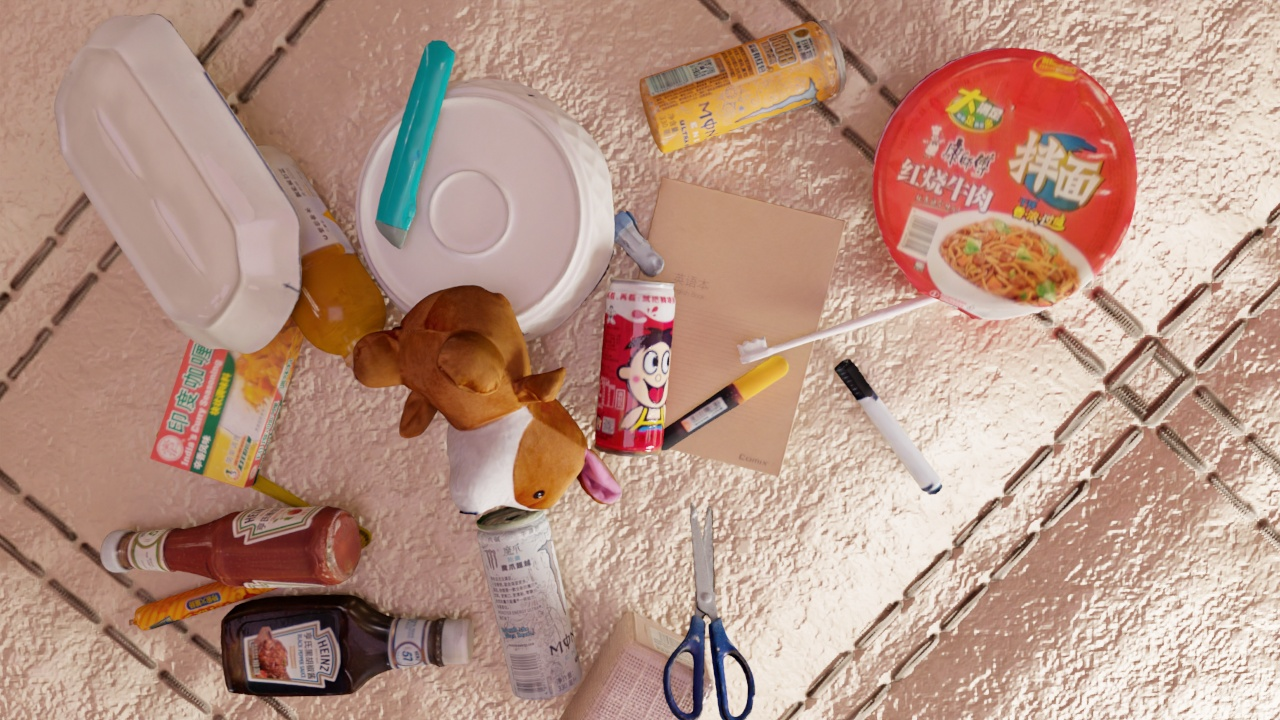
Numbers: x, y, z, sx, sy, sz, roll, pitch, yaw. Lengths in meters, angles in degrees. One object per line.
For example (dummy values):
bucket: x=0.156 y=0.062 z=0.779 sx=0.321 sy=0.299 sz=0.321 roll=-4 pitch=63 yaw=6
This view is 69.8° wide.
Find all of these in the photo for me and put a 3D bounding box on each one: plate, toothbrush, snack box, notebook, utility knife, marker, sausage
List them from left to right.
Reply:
plate: x=-0.343 y=-0.124 z=0.660 sx=0.162 sy=0.034 sz=0.265 roll=-38 pitch=83 yaw=30
sausage: x=-0.341 y=0.190 z=0.750 sx=0.165 sy=0.021 sz=0.021 roll=-18 pitch=96 yaw=3
snack box: x=-0.319 y=0.015 z=0.721 sx=0.077 sy=0.027 sz=0.156 roll=18 pitch=90 yaw=-2
toothbrush: x=-0.305 y=0.104 z=0.743 sx=0.190 sy=0.016 sz=0.016 roll=29 pitch=97 yaw=-3
utility knife: x=-0.163 y=-0.156 z=0.664 sx=0.029 sy=0.012 sz=0.151 roll=18 pitch=96 yaw=3
plate: x=-0.123 y=-0.111 z=0.692 sx=0.205 sy=0.045 sz=0.205 roll=1 pitch=96 yaw=8
marker: x=0.063 y=0.034 z=0.725 sx=0.124 sy=0.015 sz=0.018 roll=-34 pitch=92 yaw=8
notebook: x=0.064 y=-0.025 z=0.731 sx=0.149 sy=0.012 sz=0.211 roll=14 pitch=96 yaw=0
toothbrush: x=0.161 y=-0.031 z=0.717 sx=0.180 sy=0.016 sz=0.016 roll=-17 pitch=95 yaw=-6
marker: x=0.199 y=0.054 z=0.734 sx=0.018 sy=0.022 sz=0.130 roll=-38 pitch=94 yaw=-3

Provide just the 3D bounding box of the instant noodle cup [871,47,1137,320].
instant noodle cup: x=0.262 y=-0.130 z=0.691 sx=0.194 sy=0.066 sz=0.194 roll=0 pitch=96 yaw=-1

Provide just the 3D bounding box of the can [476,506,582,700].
can: x=-0.089 y=0.192 z=0.732 sx=0.058 sy=0.058 sz=0.147 roll=-11 pitch=96 yaw=1

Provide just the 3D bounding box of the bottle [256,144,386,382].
bottle: x=-0.246 y=-0.070 z=0.685 sx=0.068 sy=0.068 sz=0.189 roll=-35 pitch=86 yaw=4

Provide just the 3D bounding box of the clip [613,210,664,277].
clip: x=-0.004 y=-0.089 z=0.714 sx=0.027 sy=0.045 sz=0.058 roll=-39 pitch=93 yaw=7

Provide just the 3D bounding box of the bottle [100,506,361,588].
bottle: x=-0.325 y=0.148 z=0.722 sx=0.206 sy=0.059 sz=0.060 roll=-3 pitch=96 yaw=11

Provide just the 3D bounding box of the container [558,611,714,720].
container: x=-0.002 y=0.272 z=0.727 sx=0.090 sy=0.090 sz=0.111 roll=28 pitch=93 yaw=-3

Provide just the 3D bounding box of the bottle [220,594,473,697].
bottle: x=-0.235 y=0.230 z=0.745 sx=0.195 sy=0.044 sz=0.080 roll=-1 pitch=97 yaw=-1

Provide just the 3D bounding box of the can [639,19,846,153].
can: x=0.075 y=-0.204 z=0.686 sx=0.146 sy=0.058 sz=0.058 roll=-18 pitch=96 yaw=2

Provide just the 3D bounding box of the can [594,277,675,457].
can: x=-0.004 y=0.004 z=0.704 sx=0.053 sy=0.053 sz=0.133 roll=5 pitch=96 yaw=-1

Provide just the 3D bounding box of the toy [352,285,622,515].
toy: x=-0.106 y=0.046 z=0.661 sx=0.140 sy=0.200 sz=0.130 roll=5 pitch=54 yaw=32

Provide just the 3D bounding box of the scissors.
scissors: x=0.060 y=0.195 z=0.711 sx=0.125 sy=0.012 sz=0.173 roll=33 pitch=56 yaw=-3
